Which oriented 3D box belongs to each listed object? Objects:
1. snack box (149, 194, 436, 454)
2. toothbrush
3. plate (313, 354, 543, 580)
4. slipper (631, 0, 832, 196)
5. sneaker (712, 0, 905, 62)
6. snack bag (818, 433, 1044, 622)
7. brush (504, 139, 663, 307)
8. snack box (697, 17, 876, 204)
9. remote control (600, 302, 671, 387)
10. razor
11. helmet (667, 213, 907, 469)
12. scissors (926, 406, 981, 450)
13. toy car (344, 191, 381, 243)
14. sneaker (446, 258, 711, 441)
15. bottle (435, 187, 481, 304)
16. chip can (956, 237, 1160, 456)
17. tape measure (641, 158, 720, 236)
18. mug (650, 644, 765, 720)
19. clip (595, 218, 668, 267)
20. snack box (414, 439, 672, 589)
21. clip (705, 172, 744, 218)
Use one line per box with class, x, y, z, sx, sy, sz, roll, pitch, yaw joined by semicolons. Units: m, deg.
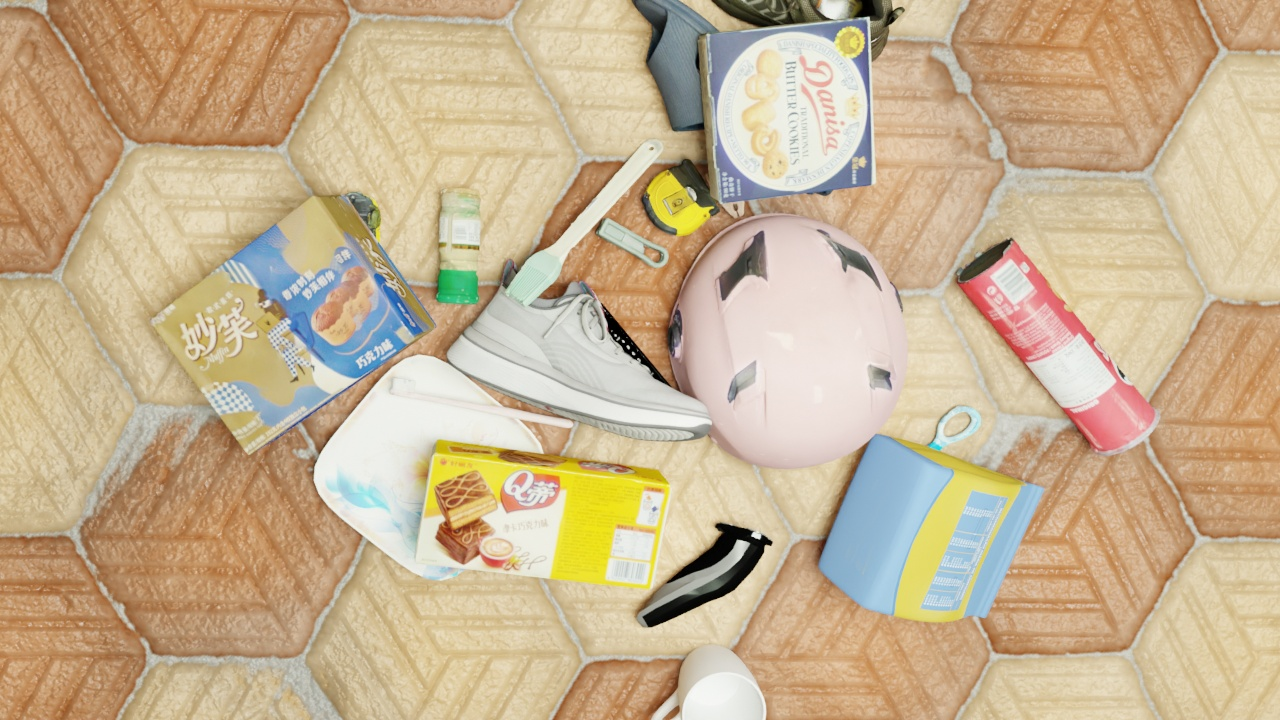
snack box;-0.320;-0.034;0.853;0.203;0.069;0.155;-33;95;11
toothbrush;-0.154;0.043;0.897;0.181;0.016;0.018;12;88;-4
plate;-0.208;0.107;0.915;0.187;0.016;0.187;40;91;-6
slipper;0.075;-0.236;0.865;0.263;0.101;0.082;43;90;-9
sneaker;0.136;-0.357;0.835;0.238;0.143;0.101;32;92;-5
snack bag;0.302;0.175;0.915;0.205;0.102;0.159;17;99;-26
brush;-0.050;-0.137;0.880;0.033;0.012;0.217;33;74;26
snack box;0.130;-0.220;0.807;0.145;0.042;0.144;-8;108;-3
remote control;-0.005;0.005;0.907;0.030;0.009;0.140;-42;85;25
razor;0.062;0.221;0.927;0.156;0.057;0.060;-45;64;0
helmet;0.142;-0.021;0.867;0.230;0.152;0.255;-2;89;0
scissors;0.301;0.113;0.951;0.140;0.013;0.114;-28;99;-2
toy car;-0.274;-0.109;0.886;0.049;0.030;0.107;5;103;3
sneaker;-0.046;-0.005;0.869;0.263;0.097;0.128;20;83;15
bottle;-0.176;-0.110;0.888;0.043;0.043;0.111;2;94;-4
chip can;0.414;-0.014;0.917;0.073;0.073;0.233;-42;95;0
tape measure;0.037;-0.155;0.899;0.064;0.037;0.065;-32;96;-1
mug;0.061;0.339;0.916;0.114;0.087;0.081;-22;96;-2
clip;-0.009;-0.116;0.912;0.078;0.049;0.023;27;94;-22
snack box;-0.093;0.148;0.888;0.230;0.061;0.110;9;97;-11
clip;0.082;-0.163;0.898;0.039;0.024;0.060;-11;129;-1
